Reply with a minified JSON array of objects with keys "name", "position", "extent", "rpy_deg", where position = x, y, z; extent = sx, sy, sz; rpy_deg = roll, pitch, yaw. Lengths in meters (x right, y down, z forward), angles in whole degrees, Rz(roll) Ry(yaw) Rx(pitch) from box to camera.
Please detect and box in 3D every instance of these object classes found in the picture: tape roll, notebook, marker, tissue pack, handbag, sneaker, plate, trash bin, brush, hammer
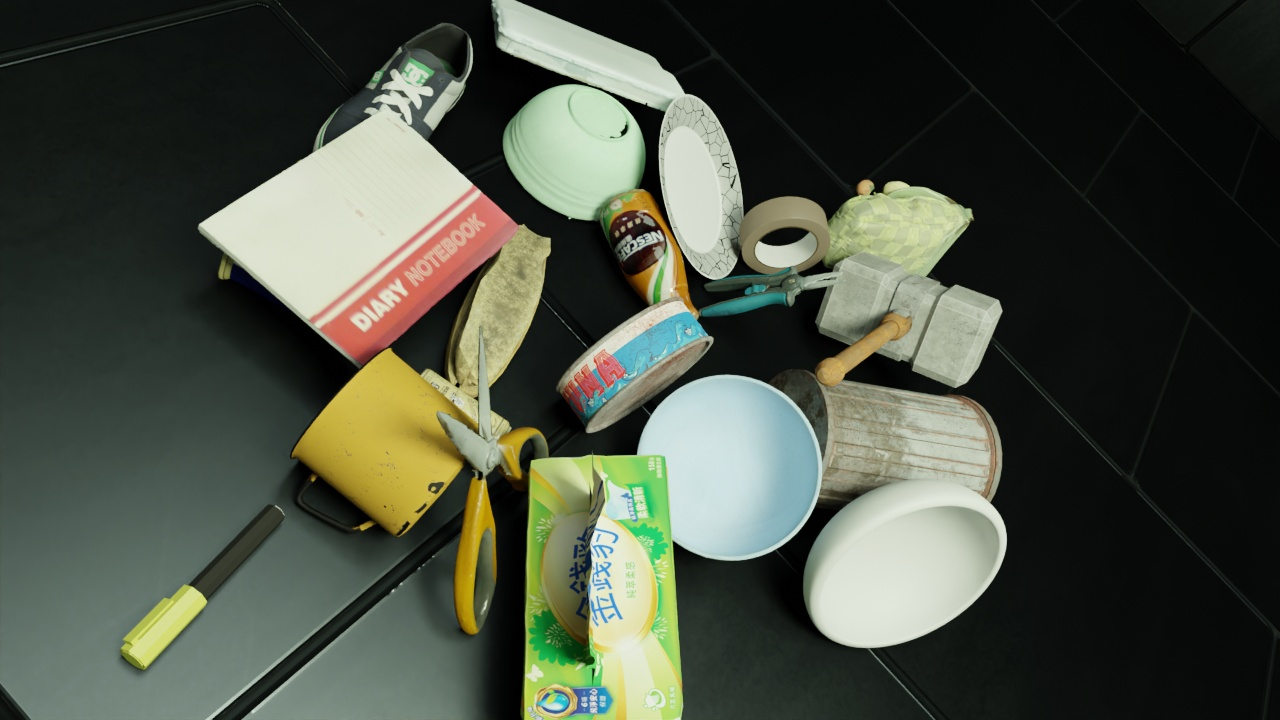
[{"name":"tape roll","position":[0.153,-0.131,0.978],"extent":[0.093,0.094,0.030],"rpy_deg":[14,53,-24]},{"name":"notebook","position":[-0.205,-0.103,0.712],"extent":[0.153,0.012,0.208],"rpy_deg":[42,47,-5]},{"name":"marker","position":[-0.271,0.137,0.576],"extent":[0.017,0.021,0.123],"rpy_deg":[6,39,27]},{"name":"tissue pack","position":[-0.028,0.150,0.621],"extent":[0.120,0.142,0.197],"rpy_deg":[-7,57,-6]},{"name":"handbag","position":[0.287,-0.160,1.073],"extent":[0.186,0.113,0.116],"rpy_deg":[3,51,-30]},{"name":"sneaker","position":[-0.217,-0.227,0.819],"extent":[0.084,0.079,0.234],"rpy_deg":[32,49,-12]},{"name":"plate","position":[0.059,-0.177,0.947],"extent":[0.188,0.016,0.188],"rpy_deg":[17,70,-58]},{"name":"trash bin","position":[0.221,0.084,0.852],"extent":[0.211,0.131,0.130],"rpy_deg":[10,55,-25]},{"name":"brush","position":[-0.118,-0.048,0.783],"extent":[0.059,0.043,0.194],"rpy_deg":[29,48,-13]},{"name":"hammer","position":[0.221,-0.021,0.854],"extent":[0.163,0.083,0.316],"rpy_deg":[25,23,23]}]

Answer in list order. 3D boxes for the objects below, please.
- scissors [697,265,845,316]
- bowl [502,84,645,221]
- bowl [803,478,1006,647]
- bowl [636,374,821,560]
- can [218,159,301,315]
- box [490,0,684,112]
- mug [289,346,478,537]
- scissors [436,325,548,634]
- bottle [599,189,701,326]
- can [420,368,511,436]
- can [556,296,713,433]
[{"name":"scissors","position":[0.122,-0.065,0.903],"extent":[0.126,0.144,0.019],"rpy_deg":[48,-7,49]},{"name":"bowl","position":[-0.055,-0.220,0.919],"extent":[0.150,0.077,0.150],"rpy_deg":[16,53,-22]},{"name":"bowl","position":[0.214,0.162,0.781],"extent":[0.176,0.177,0.066],"rpy_deg":[13,29,-25]},{"name":"bowl","position":[0.073,0.095,0.770],"extent":[0.150,0.075,0.150],"rpy_deg":[-1,72,4]},{"name":"can","position":[-0.253,-0.087,0.716],"extent":[0.092,0.057,0.116],"rpy_deg":[31,48,-12]},{"name":"box","position":[-0.058,-0.330,0.977],"extent":[0.208,0.037,0.188],"rpy_deg":[16,32,-19]},{"name":"mug","position":[-0.179,0.068,0.639],"extent":[0.094,0.100,0.123],"rpy_deg":[41,88,-5]},{"name":"scissors","position":[-0.101,0.074,0.641],"extent":[0.016,0.225,0.216],"rpy_deg":[9,22,12]},{"name":"bottle","position":[0.016,-0.083,0.882],"extent":[0.059,0.059,0.167],"rpy_deg":[-12,70,-37]},{"name":"can","position":[-0.142,0.043,0.709],"extent":[0.079,0.038,0.038],"rpy_deg":[35,48,-8]},{"name":"can","position":[-0.005,0.004,0.760],"extent":[0.129,0.130,0.044],"rpy_deg":[-28,77,-41]}]
